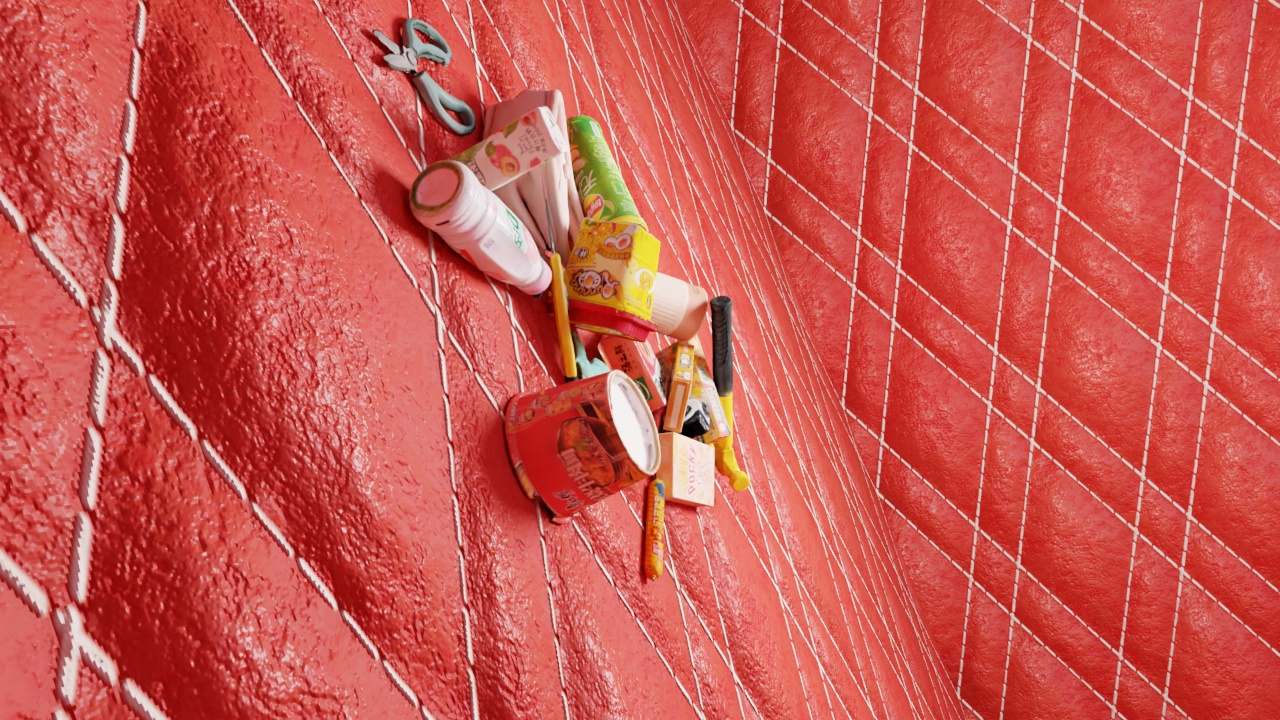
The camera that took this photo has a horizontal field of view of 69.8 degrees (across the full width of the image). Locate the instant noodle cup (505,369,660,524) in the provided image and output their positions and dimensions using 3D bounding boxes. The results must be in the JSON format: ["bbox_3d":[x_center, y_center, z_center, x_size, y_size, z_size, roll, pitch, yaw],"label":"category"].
[{"bbox_3d":[-0.051,0.076,0.901,0.138,0.109,0.137,54,22,-35],"label":"instant noodle cup"}]

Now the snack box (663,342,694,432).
[{"bbox_3d":[0.052,0.034,1.246,0.153,0.026,0.075,-78,180,-71],"label":"snack box"}]

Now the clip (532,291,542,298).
[{"bbox_3d":[-0.124,-0.098,1.048,0.047,0.014,0.057,42,30,-49],"label":"clip"}]

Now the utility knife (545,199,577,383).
[{"bbox_3d":[-0.088,-0.073,1.017,0.033,0.015,0.216,-163,-115,-73],"label":"utility knife"}]

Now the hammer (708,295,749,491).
[{"bbox_3d":[0.121,0.044,1.344,0.128,0.032,0.301,-127,-153,-53],"label":"hammer"}]

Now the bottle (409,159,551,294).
[{"bbox_3d":[-0.151,-0.123,0.924,0.197,0.068,0.068,44,29,-58],"label":"bottle"}]

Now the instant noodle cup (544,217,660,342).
[{"bbox_3d":[-0.035,-0.095,1.080,0.116,0.116,0.123,22,82,-65],"label":"instant noodle cup"}]

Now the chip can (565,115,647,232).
[{"bbox_3d":[-0.058,-0.242,1.256,0.072,0.073,0.221,40,24,-55],"label":"chip can"}]

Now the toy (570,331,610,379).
[{"bbox_3d":[-0.058,0.013,1.083,0.096,0.030,0.092,69,15,12],"label":"toy"}]

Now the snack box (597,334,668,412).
[{"bbox_3d":[-0.007,0.007,1.183,0.127,0.044,0.113,-78,143,-74],"label":"snack box"}]

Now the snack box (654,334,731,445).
[{"bbox_3d":[0.075,0.048,1.337,0.027,0.077,0.155,-8,74,-43],"label":"snack box"}]

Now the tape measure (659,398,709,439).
[{"bbox_3d":[0.063,0.085,1.283,0.033,0.066,0.065,59,22,-22],"label":"tape measure"}]

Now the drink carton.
[{"bbox_3d":[-0.141,-0.215,0.963,0.053,0.123,0.045,61,18,-12],"label":"drink carton"}]

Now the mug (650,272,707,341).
[{"bbox_3d":[0.021,-0.080,1.301,0.105,0.115,0.081,18,81,-26],"label":"mug"}]

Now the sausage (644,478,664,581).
[{"bbox_3d":[0.017,0.198,1.093,0.021,0.021,0.164,56,21,-31],"label":"sausage"}]

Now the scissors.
[{"bbox_3d":[-0.226,-0.299,0.986,0.171,0.019,0.176,64,17,-14],"label":"scissors"}]

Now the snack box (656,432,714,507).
[{"bbox_3d":[0.062,0.149,1.233,0.157,0.026,0.084,28,61,-63],"label":"snack box"}]

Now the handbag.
[{"bbox_3d":[-0.109,-0.194,1.123,0.193,0.093,0.234,-92,164,-47],"label":"handbag"}]

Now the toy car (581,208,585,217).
[{"bbox_3d":[-0.058,-0.164,1.278,0.054,0.037,0.120,42,28,-51],"label":"toy car"}]
